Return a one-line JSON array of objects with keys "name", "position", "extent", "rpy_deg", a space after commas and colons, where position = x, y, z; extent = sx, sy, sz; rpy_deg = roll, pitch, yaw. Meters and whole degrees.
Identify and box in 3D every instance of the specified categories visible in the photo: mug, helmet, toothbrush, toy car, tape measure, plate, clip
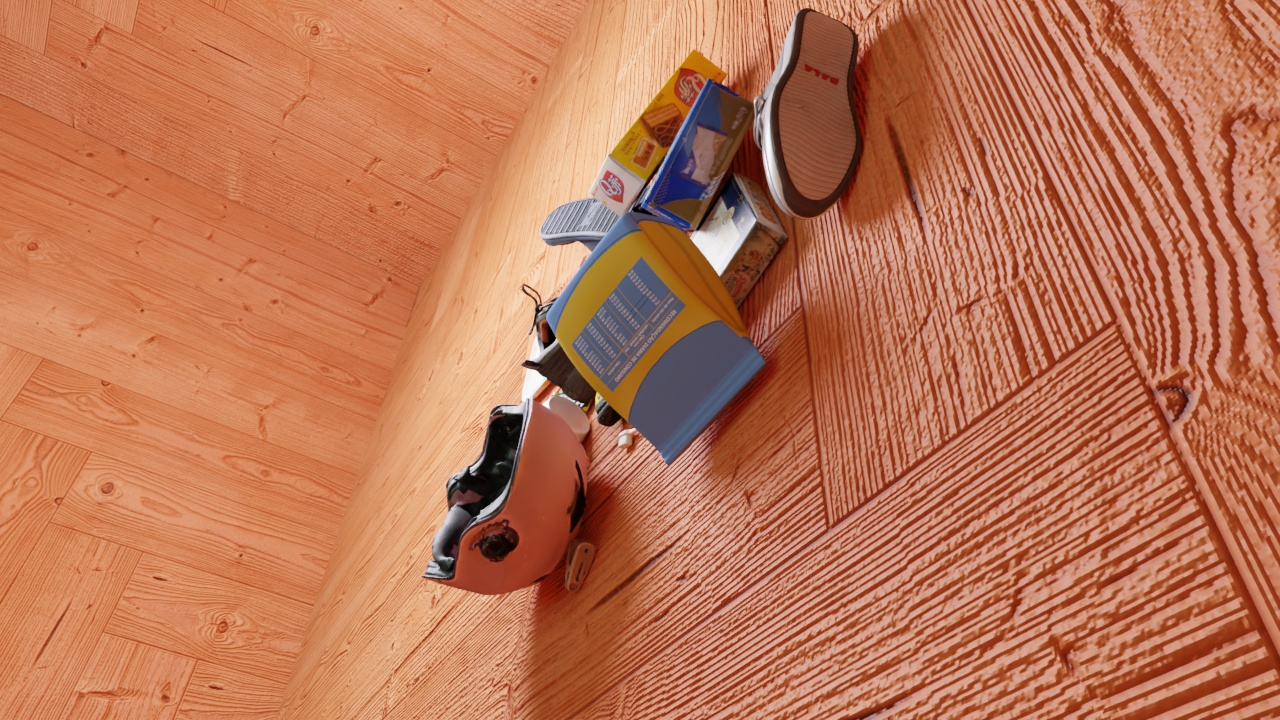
[{"name": "mug", "position": [-0.113, 0.113, 1.225], "extent": [0.088, 0.080, 0.114], "rpy_deg": [-48, 56, 25]}, {"name": "helmet", "position": [-0.146, 0.171, 1.104], "extent": [0.256, 0.152, 0.229], "rpy_deg": [-58, 14, 21]}, {"name": "toothbrush", "position": [0.020, 0.066, 1.017], "extent": [0.182, 0.015, 0.018], "rpy_deg": [-36, 42, 54]}, {"name": "toy car", "position": [-0.099, 0.063, 1.294], "extent": [0.107, 0.030, 0.049], "rpy_deg": [-23, 43, 47]}, {"name": "tape measure", "position": [-0.027, 0.041, 1.130], "extent": [0.066, 0.037, 0.064], "rpy_deg": [-52, 25, 32]}, {"name": "plate", "position": [-0.141, -0.031, 1.530], "extent": [0.188, 0.016, 0.186], "rpy_deg": [-45, 28, 43]}, {"name": "clip", "position": [-0.073, 0.231, 1.045], "extent": [0.060, 0.024, 0.039], "rpy_deg": [-68, 20, 3]}]

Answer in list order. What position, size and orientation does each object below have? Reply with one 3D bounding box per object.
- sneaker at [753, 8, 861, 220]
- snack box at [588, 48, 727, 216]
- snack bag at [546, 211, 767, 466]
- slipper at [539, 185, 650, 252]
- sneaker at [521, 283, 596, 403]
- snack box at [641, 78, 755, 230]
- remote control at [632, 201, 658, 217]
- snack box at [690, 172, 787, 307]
[{"name": "sneaker", "position": [0.155, -0.231, 0.934], "extent": [0.129, 0.096, 0.262], "rpy_deg": [123, 161, -55]}, {"name": "snack box", "position": [0.025, -0.315, 1.273], "extent": [0.229, 0.061, 0.110], "rpy_deg": [-56, 4, -24]}, {"name": "snack bag", "position": [0.019, -0.022, 0.915], "extent": [0.159, 0.102, 0.205], "rpy_deg": [-50, 60, 28]}, {"name": "slipper", "position": [-0.039, -0.194, 1.362], "extent": [0.264, 0.082, 0.101], "rpy_deg": [3, 58, 45]}, {"name": "sneaker", "position": [-0.108, -0.061, 1.259], "extent": [0.101, 0.143, 0.237], "rpy_deg": [-49, 24, 50]}, {"name": "snack box", "position": [0.066, -0.241, 1.110], "extent": [0.155, 0.069, 0.202], "rpy_deg": [-63, 5, 6]}, {"name": "remote control", "position": [0.024, -0.174, 1.224], "extent": [0.030, 0.009, 0.140], "rpy_deg": [-33, 44, 4]}, {"name": "snack box", "position": [0.091, -0.116, 1.010], "extent": [0.145, 0.042, 0.144], "rpy_deg": [-56, 21, 24]}]
